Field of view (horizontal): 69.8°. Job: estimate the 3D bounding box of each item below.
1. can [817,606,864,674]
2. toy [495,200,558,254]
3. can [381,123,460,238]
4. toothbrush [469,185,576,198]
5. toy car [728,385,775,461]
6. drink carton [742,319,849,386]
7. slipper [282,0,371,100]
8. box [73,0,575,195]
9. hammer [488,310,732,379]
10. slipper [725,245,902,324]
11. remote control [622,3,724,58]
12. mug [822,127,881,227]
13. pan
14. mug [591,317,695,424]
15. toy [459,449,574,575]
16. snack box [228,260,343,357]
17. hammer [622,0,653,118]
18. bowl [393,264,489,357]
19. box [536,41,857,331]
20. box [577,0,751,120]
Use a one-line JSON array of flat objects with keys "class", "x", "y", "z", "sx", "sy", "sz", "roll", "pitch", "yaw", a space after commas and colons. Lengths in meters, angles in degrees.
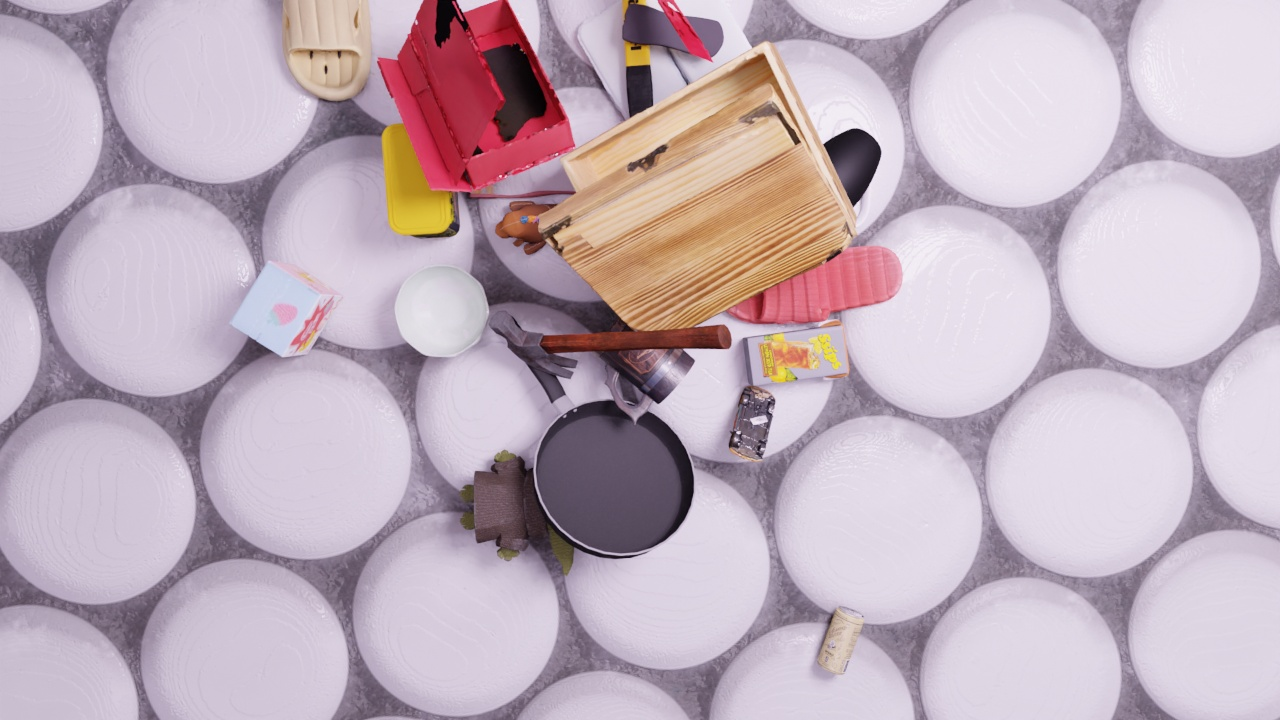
[{"class": "can", "x": 0.262, "y": 0.365, "z": 1.199, "sx": 0.038, "sy": 0.038, "sz": 0.079, "roll": 19, "pitch": 92, "yaw": -2}, {"class": "toy", "x": -0.125, "y": -0.176, "z": 1.137, "sx": 0.103, "sy": 0.090, "sz": 0.070, "roll": -17, "pitch": 93, "yaw": 21}, {"class": "can", "x": -0.266, "y": -0.217, "z": 1.132, "sx": 0.072, "sy": 0.101, "sz": 0.131, "roll": -4, "pitch": 93, "yaw": -1}, {"class": "toothbrush", "x": -0.127, "y": -0.216, "z": 1.178, "sx": 0.184, "sy": 0.015, "sz": 0.015, "roll": 0, "pitch": 89, "yaw": -2}, {"class": "toy car", "x": 0.140, "y": 0.087, "z": 1.175, "sx": 0.047, "sy": 0.047, "sz": 0.111, "roll": 19, "pitch": 53, "yaw": 0}, {"class": "drink carton", "x": 0.199, "y": -0.007, "z": 1.175, "sx": 0.125, "sy": 0.048, "sz": 0.076, "roll": -8, "pitch": 93, "yaw": 0}, {"class": "slipper", "x": -0.397, "y": -0.459, "z": 1.132, "sx": 0.111, "sy": 0.079, "sz": 0.261, "roll": 0, "pitch": 92, "yaw": 2}, {"class": "box", "x": -0.313, "y": -0.282, "z": 0.988, "sx": 0.466, "sy": 0.138, "sz": 0.214, "roll": -15, "pitch": 65, "yaw": -23}, {"class": "hammer", "x": -0.031, "y": -0.021, "z": 1.059, "sx": 0.301, "sy": 0.111, "sz": 0.028, "roll": -2, "pitch": 54, "yaw": 35}, {"class": "slipper", "x": 0.217, "y": -0.100, "z": 1.166, "sx": 0.249, "sy": 0.059, "sz": 0.103, "roll": -4, "pitch": 92, "yaw": -2}, {"class": "remote control", "x": 0.040, "y": -0.401, "z": 1.118, "sx": 0.124, "sy": 0.009, "sz": 0.046, "roll": 12, "pitch": 98, "yaw": 0}, {"class": "mug", "x": 0.260, "y": -0.227, "z": 1.157, "sx": 0.100, "sy": 0.085, "sz": 0.119, "roll": -48, "pitch": 122, "yaw": -9}, {"class": "pan", "x": -0.078, "y": 0.088, "z": 1.155, "sx": 0.203, "sy": 0.044, "sz": 0.355, "roll": -29, "pitch": 74, "yaw": -28}, {"class": "mug", "x": -0.007, "y": 0.007, "z": 1.156, "sx": 0.107, "sy": 0.080, "sz": 0.115, "roll": 40, "pitch": 84, "yaw": -4}, {"class": "toy", "x": -0.151, "y": 0.182, "z": 1.165, "sx": 0.152, "sy": 0.078, "sz": 0.179, "roll": -2, "pitch": 79, "yaw": -5}, {"class": "snack box", "x": -0.437, "y": -0.063, "z": 1.141, "sx": 0.079, "sy": 0.095, "sz": 0.093, "roll": 33, "pitch": 91, "yaw": -2}, {"class": "hammer", "x": 0.000, "y": -0.396, "z": 1.140, "sx": 0.170, "sy": 0.034, "sz": 0.324, "roll": -3, "pitch": 96, "yaw": 3}, {"class": "bowl", "x": -0.246, "y": -0.062, "z": 1.160, "sx": 0.117, "sy": 0.061, "sz": 0.117, "roll": 0, "pitch": 92, "yaw": -1}, {"class": "box", "x": 0.073, "y": -0.161, "z": 1.016, "sx": 0.280, "sy": 0.263, "sz": 0.269, "roll": -25, "pitch": 101, "yaw": 18}, {"class": "box", "x": 0.044, "y": -0.380, "z": 1.164, "sx": 0.190, "sy": 0.037, "sz": 0.209, "roll": -29, "pitch": 92, "yaw": -2}]
